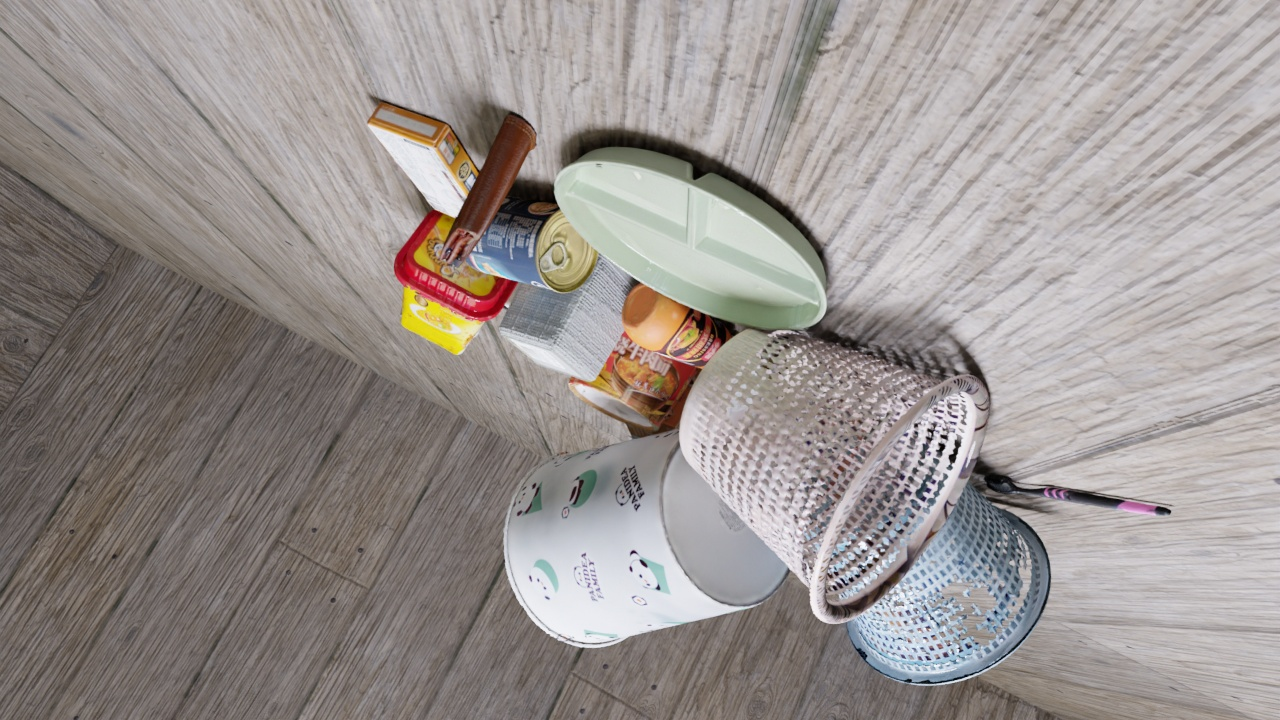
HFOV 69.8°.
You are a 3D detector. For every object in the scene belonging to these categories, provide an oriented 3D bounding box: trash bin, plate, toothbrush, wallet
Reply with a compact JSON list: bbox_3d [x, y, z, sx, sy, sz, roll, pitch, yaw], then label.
[{"bbox_3d":[0.014,0.183,0.981,0.229,0.229,0.253,34,146,-25],"label":"trash bin"},{"bbox_3d":[0.040,-0.092,0.710,0.230,0.027,0.230,26,167,7],"label":"plate"},{"bbox_3d":[0.400,0.125,0.857,0.018,0.014,0.189,44,161,-23],"label":"toothbrush"},{"bbox_3d":[-0.123,-0.128,0.727,0.032,0.101,0.125,28,167,-12],"label":"wallet"},{"bbox_3d":[0.268,0.180,0.936,0.195,0.226,0.227,50,157,-26],"label":"trash bin"},{"bbox_3d":[0.149,0.073,0.778,0.192,0.227,0.227,34,173,36],"label":"trash bin"}]

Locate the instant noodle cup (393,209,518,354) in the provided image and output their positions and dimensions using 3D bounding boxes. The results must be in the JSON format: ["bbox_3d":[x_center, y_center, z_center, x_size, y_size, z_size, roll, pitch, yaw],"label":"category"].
[{"bbox_3d":[-0.195,-0.078,0.963,0.116,0.116,0.124,29,143,-5],"label":"instant noodle cup"}]

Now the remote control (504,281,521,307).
[{"bbox_3d":[-0.081,-0.067,0.969,0.150,0.058,0.021,17,164,38],"label":"remote control"}]

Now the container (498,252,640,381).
[{"bbox_3d":[-0.065,-0.051,0.874,0.090,0.114,0.090,17,163,36],"label":"container"}]

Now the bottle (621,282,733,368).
[{"bbox_3d":[0.050,-0.024,0.881,0.149,0.066,0.067,29,169,-38],"label":"bottle"}]

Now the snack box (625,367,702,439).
[{"bbox_3d":[0.039,0.056,1.074,0.077,0.094,0.093,19,151,28],"label":"snack box"}]

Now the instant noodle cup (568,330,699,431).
[{"bbox_3d":[-0.006,0.006,0.985,0.138,0.108,0.138,26,167,6],"label":"instant noodle cup"}]

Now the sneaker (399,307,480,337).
[{"bbox_3d":[-0.225,-0.082,1.147,0.090,0.089,0.243,29,161,-26],"label":"sneaker"}]

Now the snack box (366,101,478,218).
[{"bbox_3d":[-0.183,-0.172,0.839,0.075,0.026,0.154,23,165,19],"label":"snack box"}]

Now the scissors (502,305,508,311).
[{"bbox_3d":[-0.102,-0.015,1.163,0.170,0.019,0.175,42,165,-36],"label":"scissors"}]

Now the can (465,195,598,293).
[{"bbox_3d":[-0.102,-0.107,0.821,0.111,0.075,0.075,17,163,38],"label":"can"}]
